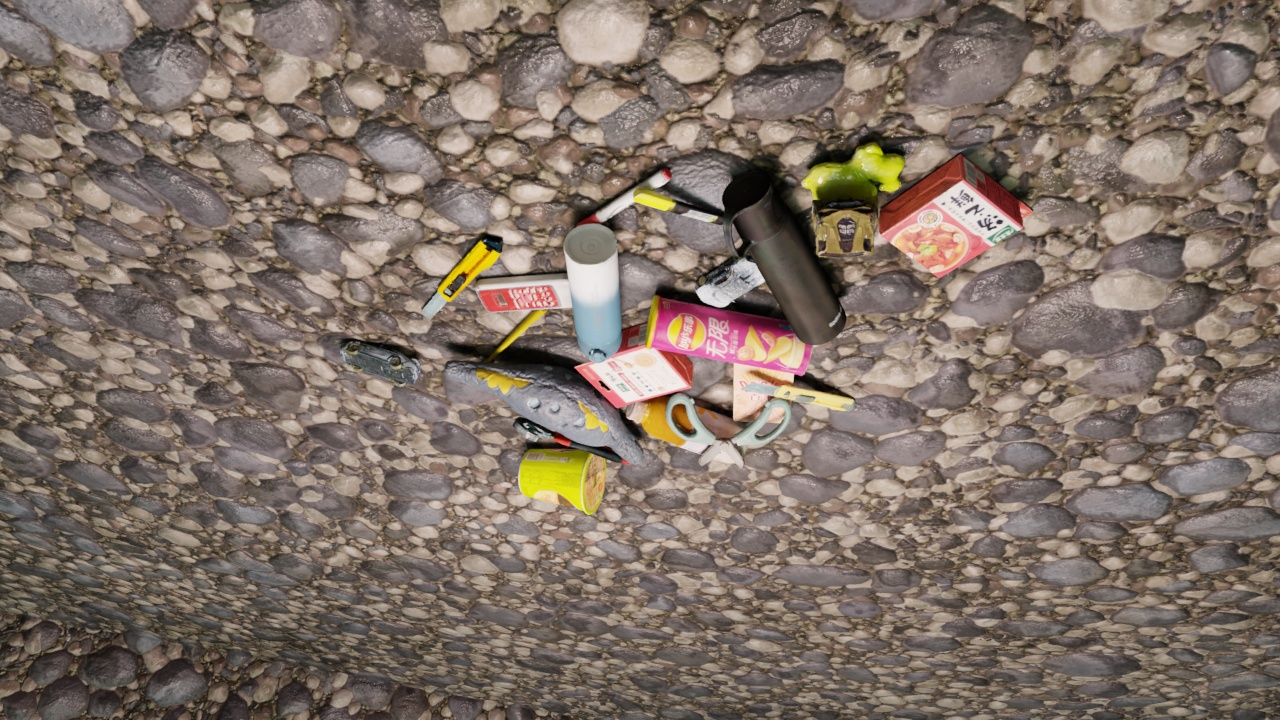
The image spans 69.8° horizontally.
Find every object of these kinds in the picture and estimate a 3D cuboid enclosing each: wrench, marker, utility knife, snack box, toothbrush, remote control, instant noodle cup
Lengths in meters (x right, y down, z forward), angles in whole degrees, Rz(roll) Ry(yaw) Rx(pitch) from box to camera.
[{"bbox_3d":[-0.102,0.128,1.426,0.273,0.056,0.016,24,103,-51],"label":"wrench"},{"bbox_3d":[-0.021,-0.183,1.065,0.146,0.017,0.017,-26,132,37],"label":"marker"},{"bbox_3d":[0.228,0.049,1.298,0.204,0.021,0.031,14,130,-25],"label":"utility knife"},{"bbox_3d":[-0.008,0.008,1.295,0.127,0.044,0.113,-16,138,27],"label":"snack box"},{"bbox_3d":[-0.240,-0.104,1.215,0.033,0.015,0.217,30,139,-23],"label":"utility knife"},{"bbox_3d":[0.175,0.036,1.313,0.084,0.026,0.157,2,143,7],"label":"snack box"},{"bbox_3d":[0.350,-0.151,1.014,0.127,0.044,0.113,28,139,-25],"label":"snack box"},{"bbox_3d":[-0.182,-0.028,1.305,0.016,0.015,0.191,23,141,-26],"label":"toothbrush"},{"bbox_3d":[-0.149,-0.088,1.214,0.136,0.020,0.056,-2,141,14],"label":"remote control"},{"bbox_3d":[-0.133,0.193,1.524,0.123,0.111,0.112,5,144,18],"label":"instant noodle cup"},{"bbox_3d":[0.047,-0.175,1.051,0.124,0.015,0.018,12,150,-25],"label":"marker"}]

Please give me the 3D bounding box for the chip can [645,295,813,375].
[{"bbox_3d":[0.115,-0.031,1.196,0.210,0.071,0.072,10,143,-3],"label":"chip can"}]

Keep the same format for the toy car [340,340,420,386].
[{"bbox_3d":[-0.388,0.002,1.369,0.121,0.036,0.054,15,145,7],"label":"toy car"}]

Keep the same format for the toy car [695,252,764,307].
[{"bbox_3d":[0.113,-0.097,1.144,0.049,0.031,0.106,31,138,-27],"label":"toy car"}]

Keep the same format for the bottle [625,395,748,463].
[{"bbox_3d":[0.070,0.099,1.381,0.189,0.067,0.068,20,142,-16],"label":"bottle"}]

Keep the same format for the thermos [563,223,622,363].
[{"bbox_3d":[-0.056,-0.077,1.157,0.070,0.070,0.221,5,148,4],"label":"thermos"}]

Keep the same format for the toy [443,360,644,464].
[{"bbox_3d":[-0.112,0.071,1.359,0.356,0.091,0.138,29,151,-28],"label":"toy"}]

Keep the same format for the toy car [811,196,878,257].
[{"bbox_3d":[0.229,-0.143,1.021,0.070,0.042,0.158,-1,166,14],"label":"toy car"}]

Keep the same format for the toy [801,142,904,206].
[{"bbox_3d":[0.230,-0.194,0.991,0.096,0.031,0.100,19,142,-18],"label":"toy"}]

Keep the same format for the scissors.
[{"bbox_3d":[0.121,0.086,1.322,0.170,0.019,0.172,37,119,-24],"label":"scissors"}]

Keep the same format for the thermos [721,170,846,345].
[{"bbox_3d":[0.163,-0.107,1.076,0.068,0.090,0.242,25,162,46],"label":"thermos"}]
